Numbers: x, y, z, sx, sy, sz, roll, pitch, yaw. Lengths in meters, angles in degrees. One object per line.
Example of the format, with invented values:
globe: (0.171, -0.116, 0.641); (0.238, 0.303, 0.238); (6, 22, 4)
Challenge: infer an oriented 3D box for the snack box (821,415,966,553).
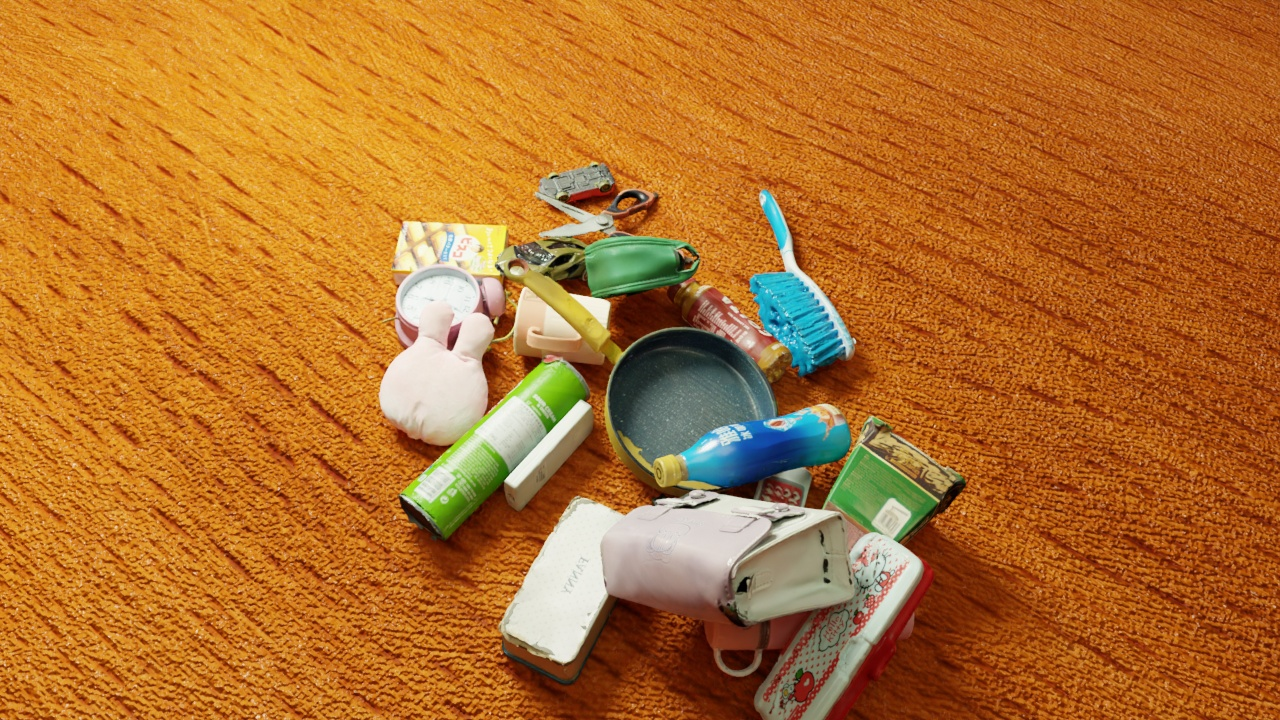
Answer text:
snack box: (0.248, 0.148, 0.955); (0.118, 0.118, 0.105); (36, 64, 19)

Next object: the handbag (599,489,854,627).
handbag: (0.072, 0.178, 0.841); (0.144, 0.197, 0.098); (-16, 97, -34)

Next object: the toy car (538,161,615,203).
toy car: (-0.089, -0.243, 1.273); (0.106, 0.031, 0.049); (-17, 56, -15)

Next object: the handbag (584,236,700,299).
handbag: (-0.003, -0.115, 1.111); (0.120, 0.131, 0.068); (-11, 92, -19)

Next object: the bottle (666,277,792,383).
bottle: (0.104, -0.041, 1.119); (0.057, 0.058, 0.175); (-35, 63, -24)

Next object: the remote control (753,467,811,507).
remote control: (0.145, 0.169, 0.992); (0.056, 0.020, 0.135); (17, 55, 11)

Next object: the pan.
pan: (-0.006, 0.006, 1.016); (0.357, 0.078, 0.197); (34, 60, 3)

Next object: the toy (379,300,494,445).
toy: (-0.226, 0.015, 1.043); (0.121, 0.054, 0.159); (20, 82, -1)

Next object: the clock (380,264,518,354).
clock: (-0.224, -0.057, 1.116); (0.158, 0.060, 0.117); (13, 55, 5)

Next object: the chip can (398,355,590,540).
chip can: (-0.157, 0.092, 1.002); (0.072, 0.072, 0.235); (34, 60, 20)

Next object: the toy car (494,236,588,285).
toy car: (-0.115, -0.125, 1.153); (0.070, 0.042, 0.157); (34, 32, 24)

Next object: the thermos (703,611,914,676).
thermos: (0.163, 0.257, 0.897); (0.198, 0.067, 0.087); (-3, 78, -10)

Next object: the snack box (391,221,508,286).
snack box: (-0.245, -0.137, 1.190); (0.140, 0.034, 0.086); (4, 54, -2)

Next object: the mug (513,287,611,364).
mug: (-0.092, -0.035, 1.080); (0.106, 0.082, 0.114); (8, 18, 0)

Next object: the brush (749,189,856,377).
brush: (0.185, -0.110, 1.182); (0.109, 0.061, 0.314); (-14, 53, -19)

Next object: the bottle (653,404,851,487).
bottle: (0.117, 0.095, 0.961); (0.218, 0.065, 0.065); (-10, 54, -24)

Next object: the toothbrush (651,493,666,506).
toothbrush: (0.058, 0.217, 0.958); (0.017, 0.012, 0.185); (-20, 58, -16)

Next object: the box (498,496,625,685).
box: (-0.069, 0.231, 0.914); (0.090, 0.062, 0.183); (24, 58, 15)

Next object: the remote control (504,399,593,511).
remote control: (-0.099, 0.103, 1.007); (0.019, 0.056, 0.134); (31, 59, 19)

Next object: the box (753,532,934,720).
box: (0.192, 0.258, 0.820); (0.095, 0.101, 0.201); (34, 90, -10)

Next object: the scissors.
scissors: (-0.034, -0.176, 1.208); (0.222, 0.015, 0.189); (-24, 64, -38)
